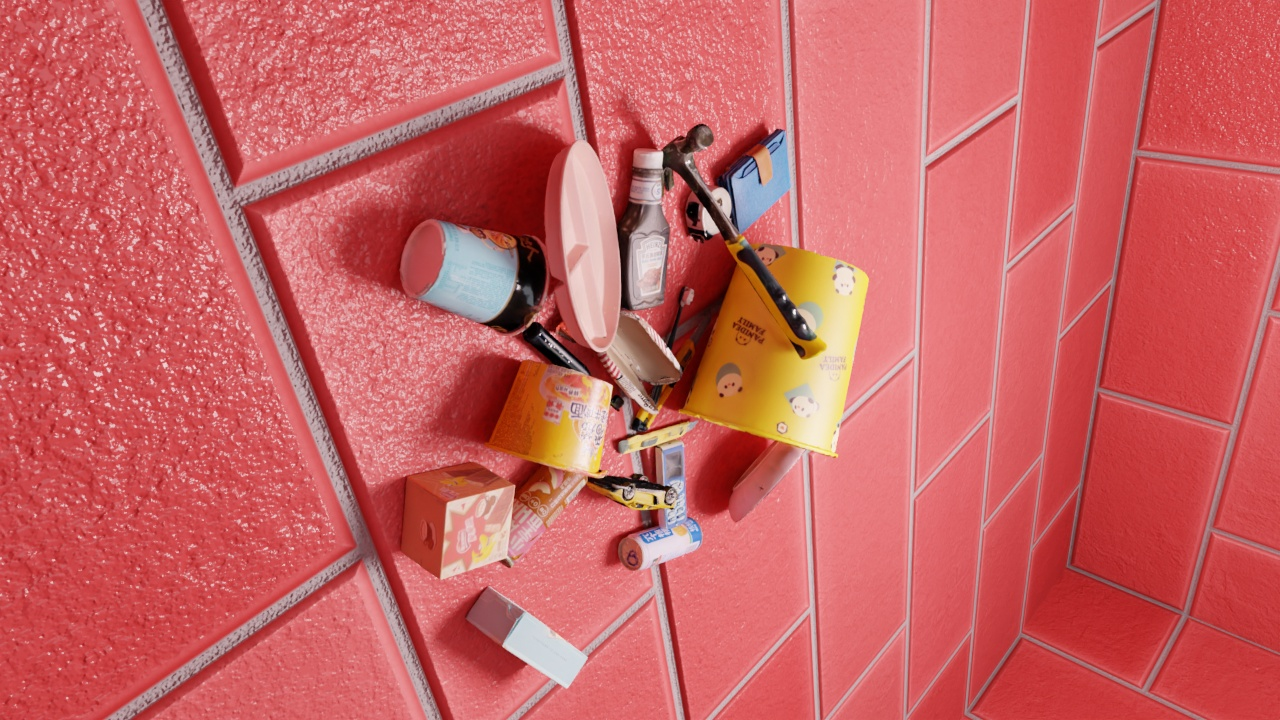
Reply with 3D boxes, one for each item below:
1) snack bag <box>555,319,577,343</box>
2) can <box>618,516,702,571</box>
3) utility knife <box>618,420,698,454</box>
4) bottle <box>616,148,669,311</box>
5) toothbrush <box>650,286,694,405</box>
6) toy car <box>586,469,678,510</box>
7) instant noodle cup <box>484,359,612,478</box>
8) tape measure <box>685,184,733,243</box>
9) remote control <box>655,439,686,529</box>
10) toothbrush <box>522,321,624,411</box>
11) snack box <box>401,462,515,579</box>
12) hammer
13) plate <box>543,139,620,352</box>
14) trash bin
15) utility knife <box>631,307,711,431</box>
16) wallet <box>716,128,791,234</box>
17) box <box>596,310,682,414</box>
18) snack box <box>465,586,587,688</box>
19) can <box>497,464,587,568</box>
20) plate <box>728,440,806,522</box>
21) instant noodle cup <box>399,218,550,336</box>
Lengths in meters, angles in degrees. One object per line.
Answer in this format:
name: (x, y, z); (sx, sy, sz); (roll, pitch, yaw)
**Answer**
snack bag: (-0.068, -0.070, 1.104); (0.045, 0.026, 0.105); (33, 79, -42)
can: (0.030, 0.269, 1.347); (0.134, 0.053, 0.053); (-7, 112, -47)
utility knife: (0.025, 0.106, 1.302); (0.167, 0.018, 0.031); (-17, 141, -49)
bottle: (0.003, -0.161, 1.132); (0.079, 0.044, 0.195); (-16, 118, -45)
toothbrush: (0.040, -0.014, 1.253); (0.015, 0.018, 0.181); (17, 91, -43)
toy car: (-0.013, 0.177, 1.244); (0.155, 0.071, 0.041); (17, 90, -49)
instant noodle cup: (-0.097, 0.065, 1.055); (0.138, 0.138, 0.109); (24, 80, -51)
tape measure: (0.090, -0.200, 1.223); (0.065, 0.034, 0.066); (-43, 135, -30)
remote control: (0.043, 0.180, 1.334); (0.048, 0.024, 0.125); (-11, 103, -46)
toothbrush: (-0.076, 0.014, 1.133); (0.027, 0.026, 0.212); (-54, 140, -7)
snack box: (-0.203, 0.175, 1.018); (0.094, 0.077, 0.093); (-8, 113, -47)
hammer: (0.127, -0.135, 1.143); (0.031, 0.126, 0.323); (-43, 104, -28)
plate: (-0.061, -0.123, 1.001); (0.229, 0.028, 0.229); (-4, 89, -77)
trash bin: (0.197, -0.016, 1.293); (0.229, 0.230, 0.255); (19, 86, -51)
utility knife: (0.049, 0.014, 1.284); (0.208, 0.015, 0.033); (-58, 140, -13)
wallet: (0.163, -0.250, 1.283); (0.132, 0.040, 0.106); (-44, 139, -28)
box: (-0.010, 0.010, 1.171); (0.163, 0.076, 0.087); (50, 44, -49)
snack box: (-0.142, 0.355, 1.171); (0.051, 0.074, 0.175); (-54, 139, -17)
can: (-0.130, 0.180, 1.120); (0.147, 0.058, 0.058); (-48, 137, -24)
plate: (0.200, 0.173, 1.453); (0.192, 0.039, 0.192); (-47, 174, -6)
instant noodle cup: (-0.170, -0.089, 0.923); (0.120, 0.111, 0.111); (14, 96, -45)
